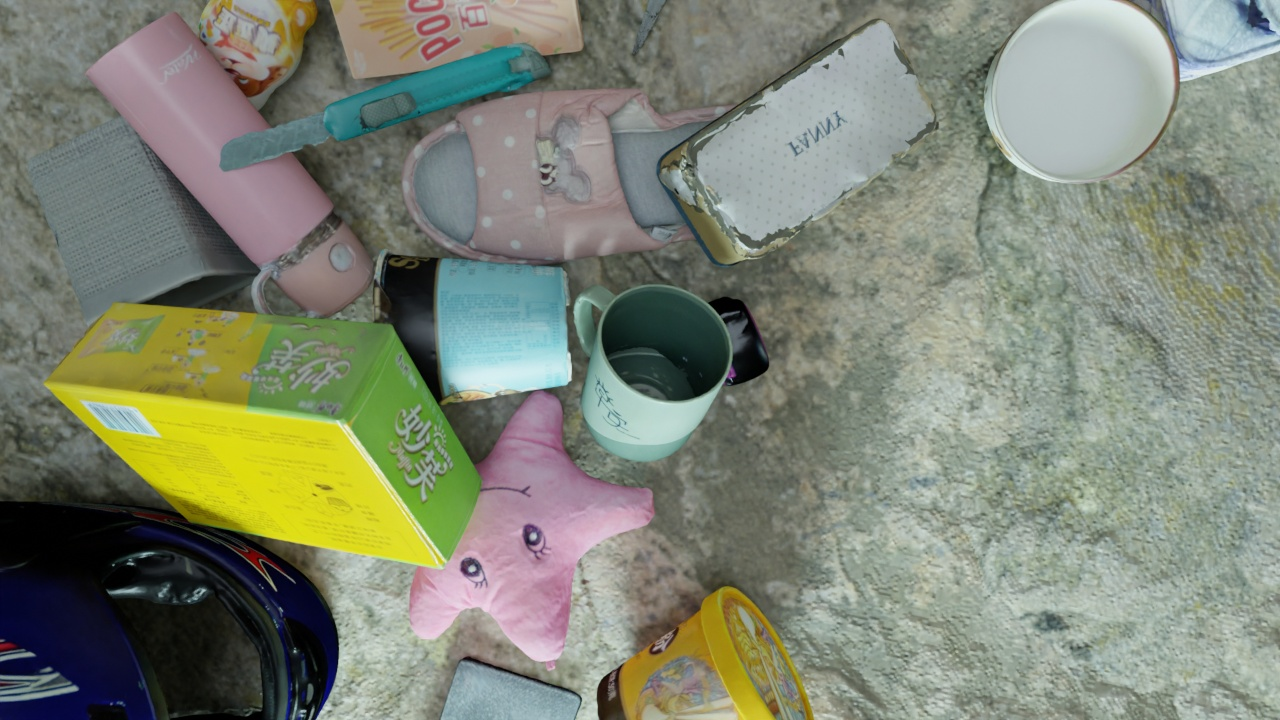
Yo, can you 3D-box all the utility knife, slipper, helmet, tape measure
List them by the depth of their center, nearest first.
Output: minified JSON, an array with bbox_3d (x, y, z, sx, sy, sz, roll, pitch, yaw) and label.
[{"bbox_3d":[-0.156,-0.159,0.574,0.216,0.013,0.029,-23,113,-15],"label":"utility knife"},{"bbox_3d":[-0.379,0.218,0.577,0.315,0.240,0.247,7,100,0],"label":"helmet"},{"bbox_3d":[-0.024,-0.122,0.610,0.274,0.054,0.114,-3,97,0],"label":"slipper"},{"bbox_3d":[0.060,-0.012,0.621,0.039,0.057,0.058,-23,108,1],"label":"tape measure"}]

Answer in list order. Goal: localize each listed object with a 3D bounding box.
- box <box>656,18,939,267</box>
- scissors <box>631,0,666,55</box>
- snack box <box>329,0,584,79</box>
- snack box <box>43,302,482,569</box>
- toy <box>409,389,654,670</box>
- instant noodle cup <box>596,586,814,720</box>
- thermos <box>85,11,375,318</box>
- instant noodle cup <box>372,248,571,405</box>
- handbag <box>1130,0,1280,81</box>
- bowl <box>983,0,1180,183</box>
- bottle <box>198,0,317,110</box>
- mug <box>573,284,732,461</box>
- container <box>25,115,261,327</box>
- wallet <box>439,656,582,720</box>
[{"bbox_3d":[0.104,-0.139,0.577,0.184,0.060,0.090,-34,100,-16],"label":"box"},{"bbox_3d":[0.033,-0.291,0.606,0.181,0.014,0.159,-7,98,4],"label":"scissors"},{"bbox_3d":[-0.120,-0.235,0.593,0.157,0.026,0.085,-7,127,2],"label":"snack box"},{"bbox_3d":[-0.222,0.047,0.564,0.210,0.069,0.158,5,140,19],"label":"snack box"},{"bbox_3d":[-0.083,0.123,0.633,0.195,0.074,0.178,-24,83,6],"label":"toy"},{"bbox_3d":[0.042,0.235,0.631,0.114,0.118,0.118,-34,96,14],"label":"instant noodle cup"},{"bbox_3d":[-0.257,-0.110,0.581,0.067,0.087,0.198,-5,128,44],"label":"thermos"},{"bbox_3d":[-0.106,-0.020,0.606,0.120,0.111,0.111,-2,98,-5],"label":"instant noodle cup"},{"bbox_3d":[0.367,-0.280,0.566,0.134,0.075,0.194,-19,98,4],"label":"handbag"},{"bbox_3d":[0.274,-0.170,0.591,0.113,0.062,0.113,0,97,3],"label":"bowl"},{"bbox_3d":[-0.257,-0.205,0.603,0.063,0.063,0.109,31,112,-3],"label":"bottle"},{"bbox_3d":[-0.004,0.003,0.597,0.082,0.107,0.112,-39,76,-25],"label":"mug"},{"bbox_3d":[-0.328,-0.091,0.608,0.090,0.090,0.114,-23,93,4],"label":"container"},{"bbox_3d":[-0.107,0.290,0.689,0.097,0.019,0.121,19,97,-3],"label":"wallet"}]
